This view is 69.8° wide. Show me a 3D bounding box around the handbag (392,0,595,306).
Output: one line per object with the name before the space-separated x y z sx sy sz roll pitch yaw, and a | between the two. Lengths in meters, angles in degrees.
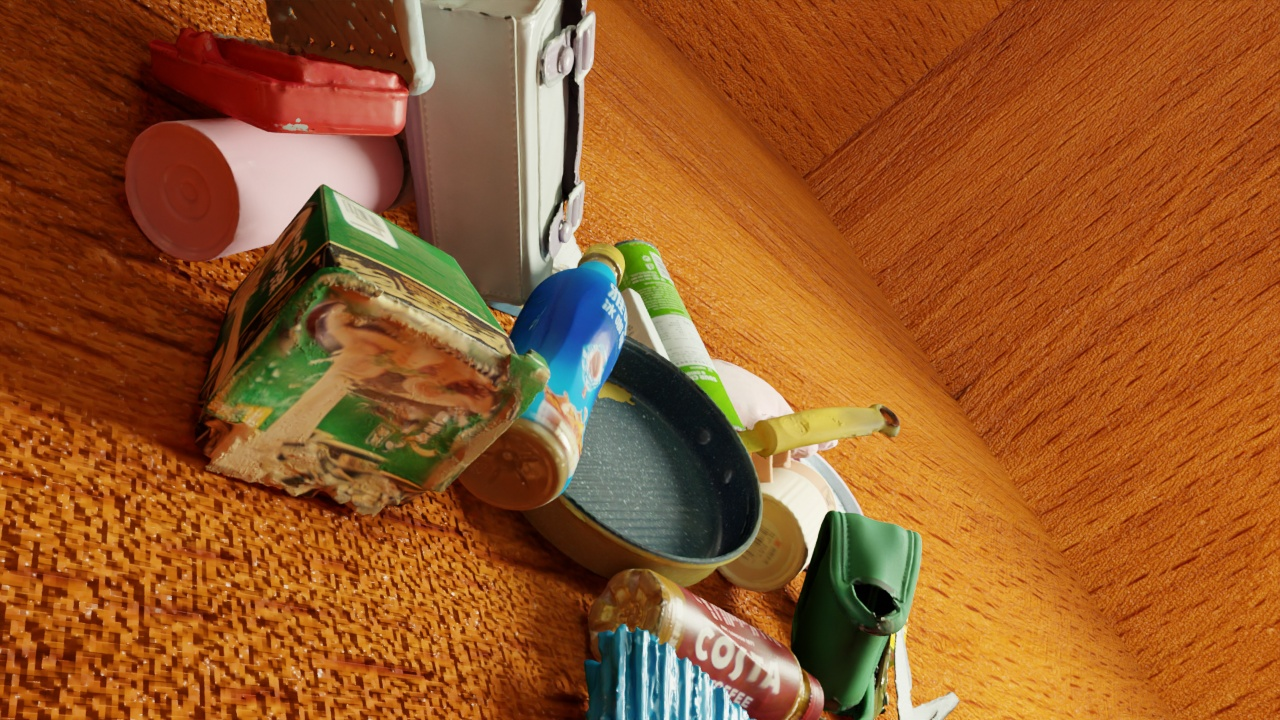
handbag | -0.080 -0.152 0.569 0.098 0.197 0.144 9 46 3

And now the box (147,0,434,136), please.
box | -0.183 -0.179 0.469 0.095 0.102 0.201 -8 24 -38

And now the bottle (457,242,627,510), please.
bottle | -0.045 -0.008 0.532 0.065 0.065 0.218 45 32 -18

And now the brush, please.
brush | 0.074 0.270 0.466 0.314 0.061 0.109 47 25 -18

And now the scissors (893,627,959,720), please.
scissors | 0.188 0.285 0.664 0.189 0.015 0.222 31 43 -30

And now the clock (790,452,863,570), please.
clock | 0.152 0.137 0.853 0.117 0.060 0.158 56 22 17

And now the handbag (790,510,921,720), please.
handbag | 0.147 0.179 0.628 0.068 0.131 0.120 13 31 4

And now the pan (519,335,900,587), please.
pan | 0.058 0.053 0.640 0.356 0.078 0.197 7 43 -42

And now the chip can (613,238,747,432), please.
chip can | 0.022 -0.006 0.800 0.072 0.072 0.235 31 28 -44

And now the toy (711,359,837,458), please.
toy | 0.103 0.047 0.856 0.159 0.054 0.121 31 20 30

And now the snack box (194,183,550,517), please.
snack box | -0.129 -0.012 0.418 0.118 0.118 0.105 30 25 -42

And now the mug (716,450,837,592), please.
mug | 0.104 0.115 0.726 0.105 0.082 0.114 -13 102 -66

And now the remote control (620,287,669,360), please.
remote control | -0.004 0.004 0.748 0.019 0.056 0.135 29 28 -47

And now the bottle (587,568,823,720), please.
bottle | 0.047 0.180 0.546 0.175 0.058 0.057 37 24 -35

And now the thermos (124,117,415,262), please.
thermos | -0.192 -0.110 0.512 0.087 0.067 0.198 28 24 6

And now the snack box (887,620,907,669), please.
snack box | 0.214 0.228 0.870 0.087 0.034 0.140 53 21 6

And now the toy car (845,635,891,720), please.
toy car | 0.177 0.207 0.741 0.070 0.042 0.157 36 52 -44

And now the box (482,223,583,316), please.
box | -0.109 -0.117 0.730 0.089 0.062 0.184 23 32 -54
